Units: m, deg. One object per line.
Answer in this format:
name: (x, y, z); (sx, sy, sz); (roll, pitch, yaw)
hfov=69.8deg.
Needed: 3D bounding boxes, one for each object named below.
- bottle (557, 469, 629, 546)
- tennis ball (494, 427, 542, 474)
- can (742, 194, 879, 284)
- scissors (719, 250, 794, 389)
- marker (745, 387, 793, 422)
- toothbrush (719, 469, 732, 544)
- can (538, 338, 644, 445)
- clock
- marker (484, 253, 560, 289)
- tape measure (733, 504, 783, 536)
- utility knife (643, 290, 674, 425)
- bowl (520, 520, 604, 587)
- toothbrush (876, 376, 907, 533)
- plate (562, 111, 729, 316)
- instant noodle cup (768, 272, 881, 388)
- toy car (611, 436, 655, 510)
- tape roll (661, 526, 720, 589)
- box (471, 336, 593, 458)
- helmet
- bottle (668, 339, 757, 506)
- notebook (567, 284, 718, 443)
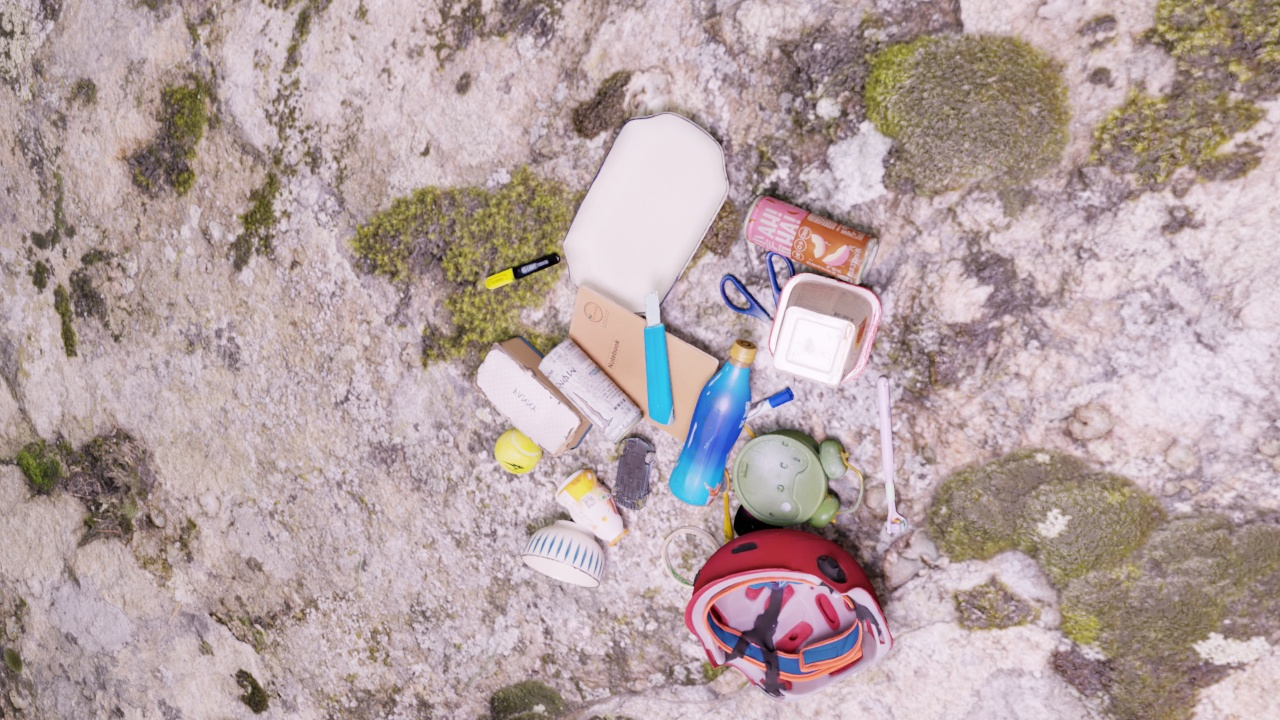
bottle: (-0.063, 0.203, 1.253); (0.108, 0.063, 0.063); (49, 117, 8)
tennis ball: (-0.171, 0.126, 1.285); (0.065, 0.065, 0.065); (6, 105, 24)
can: (0.194, -0.139, 1.048); (0.147, 0.057, 0.058); (25, 112, 19)
scissors: (0.166, -0.055, 1.108); (0.163, 0.012, 0.161); (28, 113, 15)
marker: (0.128, 0.072, 1.155); (0.146, 0.016, 0.017); (-29, 89, 29)
toothbrush: (0.114, 0.234, 1.200); (0.016, 0.018, 0.191); (1, 103, 27)
can: (-0.064, 0.040, 1.201); (0.146, 0.058, 0.058); (46, 117, 2)
clock: (0.191, 0.143, 1.119); (0.161, 0.056, 0.116); (14, 109, 23)
marker: (-0.162, -0.121, 1.250); (0.124, 0.015, 0.018); (-17, 98, 27)
tape measure: (0.146, 0.207, 1.155); (0.057, 0.058, 0.039); (7, 115, -20)
utility knife: (0.021, -0.001, 1.142); (0.034, 0.018, 0.188); (6, 121, 19)
bowl: (-0.101, 0.263, 1.273); (0.117, 0.116, 0.066); (7, 62, 24)
toothbrush: (0.294, 0.112, 1.083); (0.021, 0.029, 0.189); (10, 110, 63)
plate: (0.007, -0.178, 1.143); (0.162, 0.034, 0.266); (36, 115, 13)
instant noodle cup: (0.200, -0.029, 1.027); (0.117, 0.124, 0.116); (17, 108, 14)
toy car: (-0.007, 0.150, 1.230); (0.049, 0.031, 0.106); (17, 110, 21)
tape roll: (0.070, 0.265, 1.231); (0.086, 0.013, 0.086); (6, 105, 25)
box: (-0.139, 0.053, 1.257); (0.184, 0.061, 0.090); (42, 117, 9)
helmet: (0.167, 0.279, 1.095); (0.240, 0.143, 0.207); (36, 121, -18)
bottle: (0.094, 0.076, 1.122); (0.065, 0.065, 0.219); (27, 116, 18)
notebook: (-0.007, 0.007, 1.187); (0.208, 0.008, 0.148); (30, 130, 16)
